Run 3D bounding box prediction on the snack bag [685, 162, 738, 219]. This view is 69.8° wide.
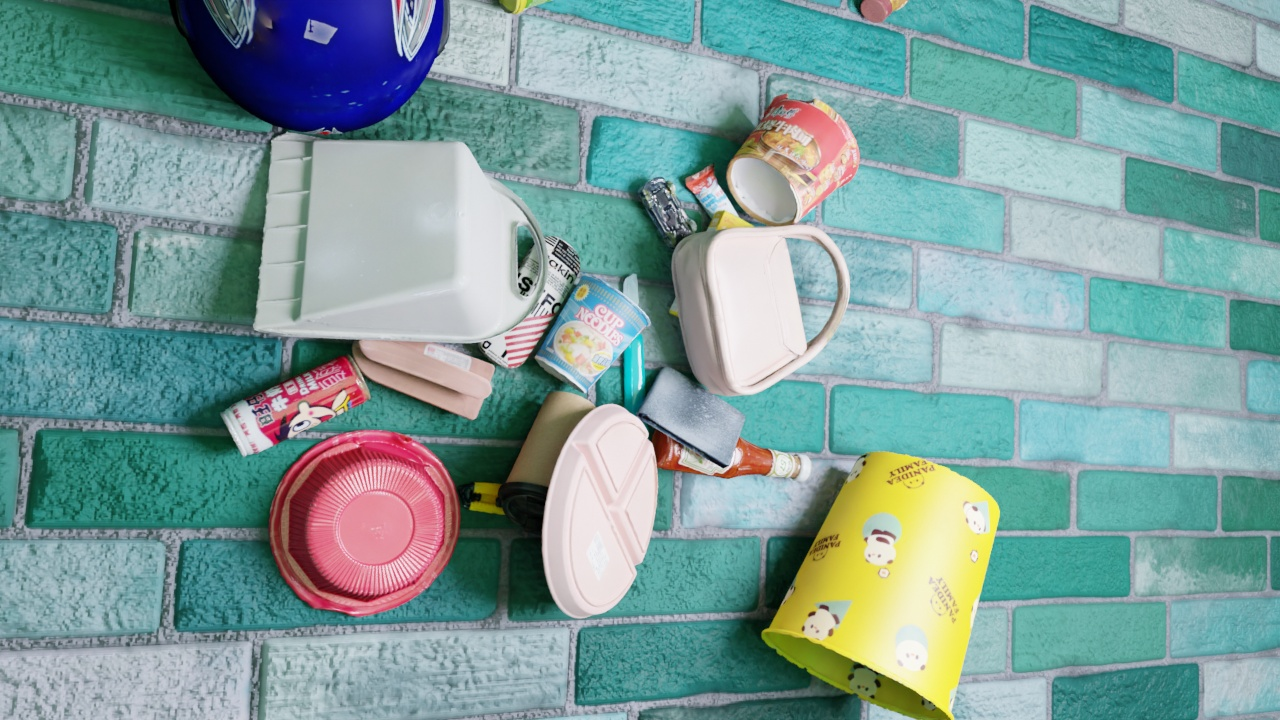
[{"bbox_3d":[0.097,-0.190,1.136,0.048,0.026,0.104,-34,101,-13],"label":"snack bag"}]

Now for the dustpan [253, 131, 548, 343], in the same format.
[{"bbox_3d":[-0.235,-0.116,0.954,0.258,0.143,0.222,-5,70,5],"label":"dustpan"}]

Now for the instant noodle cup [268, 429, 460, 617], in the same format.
[{"bbox_3d":[-0.272,0.167,0.930,0.193,0.066,0.194,1,88,-24],"label":"instant noodle cup"}]

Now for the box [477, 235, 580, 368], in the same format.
[{"bbox_3d":[-0.122,-0.066,1.019,0.068,0.051,0.164,38,69,-33],"label":"box"}]

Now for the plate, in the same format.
[{"bbox_3d":[-0.034,0.161,0.980,0.229,0.028,0.230,-25,118,-61],"label":"plate"}]

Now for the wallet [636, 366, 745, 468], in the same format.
[{"bbox_3d":[0.061,0.066,1.066,0.121,0.019,0.097,31,39,-1],"label":"wallet"}]

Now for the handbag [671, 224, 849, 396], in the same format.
[{"bbox_3d":[0.159,-0.074,1.089,0.233,0.093,0.193,-18,103,-25],"label":"handbag"}]

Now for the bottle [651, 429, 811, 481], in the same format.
[{"bbox_3d":[0.113,0.117,1.107,0.206,0.060,0.059,12,82,-23],"label":"bottle"}]

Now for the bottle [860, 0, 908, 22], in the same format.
[{"bbox_3d":[0.363,-0.533,1.256,0.057,0.058,0.174,44,71,-16],"label":"bottle"}]

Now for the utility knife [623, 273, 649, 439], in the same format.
[{"bbox_3d":[-0.006,0.006,1.085,0.029,0.013,0.218,-2,90,-11],"label":"utility knife"}]

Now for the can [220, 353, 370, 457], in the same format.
[{"bbox_3d":[-0.341,0.044,0.911,0.132,0.053,0.053,-28,98,-23],"label":"can"}]

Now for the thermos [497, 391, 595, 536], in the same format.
[{"bbox_3d":[-0.095,0.110,0.994,0.093,0.093,0.143,27,59,-20],"label":"thermos"}]

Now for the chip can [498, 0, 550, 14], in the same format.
[{"bbox_3d":[-0.064,-0.463,1.054,0.220,0.073,0.072,-27,98,-23],"label":"chip can"}]

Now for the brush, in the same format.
[{"bbox_3d":[-0.228,0.008,0.954,0.145,0.073,0.063,24,79,-19],"label":"brush"}]

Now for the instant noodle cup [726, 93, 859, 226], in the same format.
[{"bbox_3d":[0.178,-0.233,1.111,0.138,0.138,0.108,48,67,-14],"label":"instant noodle cup"}]

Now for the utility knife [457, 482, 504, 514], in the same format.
[{"bbox_3d":[-0.121,0.160,1.024,0.171,0.015,0.033,13,83,-23],"label":"utility knife"}]

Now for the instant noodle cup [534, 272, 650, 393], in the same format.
[{"bbox_3d":[-0.059,-0.025,1.026,0.099,0.099,0.109,38,81,-18],"label":"instant noodle cup"}]

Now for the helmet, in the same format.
[{"bbox_3d":[-0.306,-0.376,0.851,0.246,0.241,0.315,-7,89,-26],"label":"helmet"}]

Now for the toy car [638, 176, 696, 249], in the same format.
[{"bbox_3d":[0.031,-0.175,1.101,0.042,0.034,0.090,-39,104,-24],"label":"toy car"}]

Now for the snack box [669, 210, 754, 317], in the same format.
[{"bbox_3d":[0.103,-0.102,1.117,0.087,0.034,0.140,26,87,-21],"label":"snack box"}]

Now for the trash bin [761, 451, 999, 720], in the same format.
[{"bbox_3d":[0.301,0.265,1.104,0.229,0.230,0.254,36,68,-18],"label":"trash bin"}]
